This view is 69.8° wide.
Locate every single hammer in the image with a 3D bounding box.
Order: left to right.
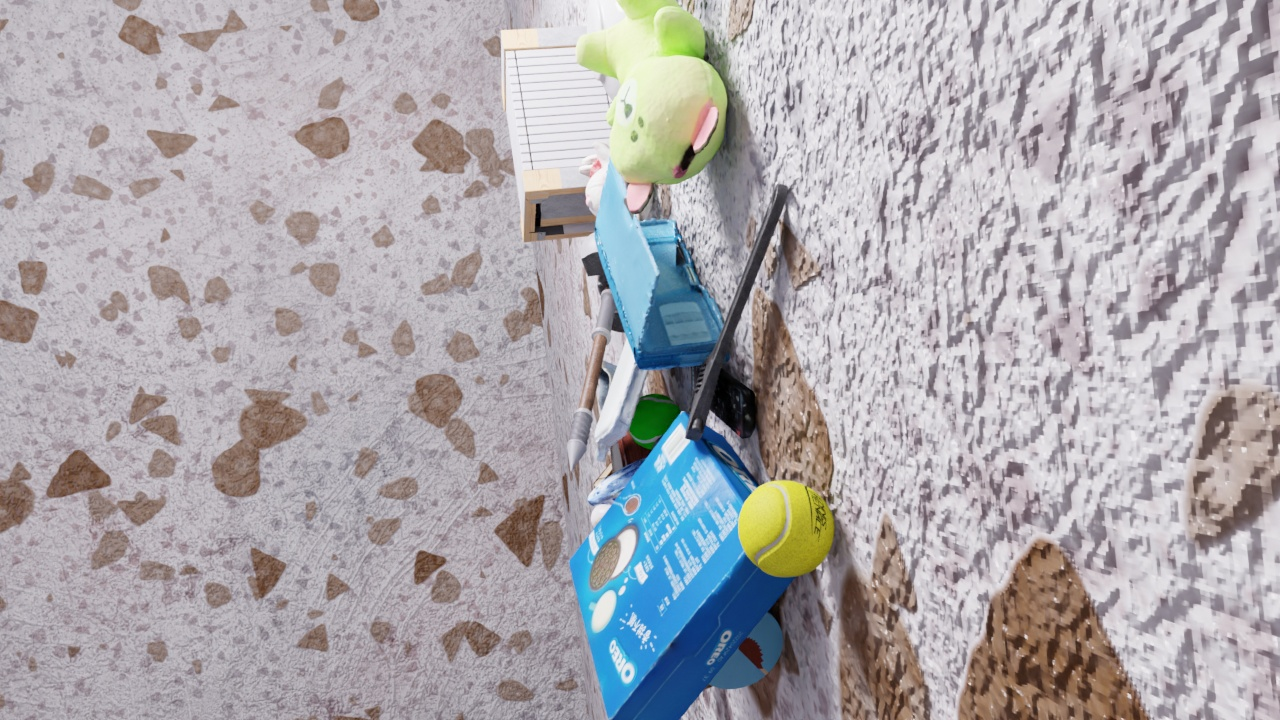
[{"bbox_3d":[-0.052,-0.001,1.080,0.156,0.043,0.321,70,-158,-43],"label":"hammer"}]

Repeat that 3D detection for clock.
[{"bbox_3d":[-0.013,0.155,1.020,0.052,0.089,0.125,59,-169,-8],"label":"clock"},{"bbox_3d":[0.007,0.145,1.149,0.121,0.072,0.157,105,156,-65],"label":"clock"}]

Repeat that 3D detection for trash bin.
[{"bbox_3d":[-0.106,-0.311,1.268,0.143,0.142,0.246,112,150,-69],"label":"trash bin"}]

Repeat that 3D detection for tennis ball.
[{"bbox_3d":[0.017,0.071,1.067,0.065,0.065,0.065,172,91,-80],"label":"tennis ball"},{"bbox_3d":[0.100,0.116,0.636,0.065,0.065,0.065,172,91,-80],"label":"tennis ball"}]

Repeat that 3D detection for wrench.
[{"bbox_3d":[0.072,-0.028,0.736,0.274,0.018,0.073,106,178,-47],"label":"wrench"}]

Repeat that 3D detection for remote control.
[{"bbox_3d":[0.076,0.028,0.845,0.150,0.022,0.047,-135,40,-71],"label":"remote control"}]

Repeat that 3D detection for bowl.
[{"bbox_3d":[-0.027,0.054,1.324,0.110,0.055,0.110,173,91,-80],"label":"bowl"},{"bbox_3d":[-0.020,-0.348,0.986,0.177,0.066,0.176,172,91,-80],"label":"bowl"}]

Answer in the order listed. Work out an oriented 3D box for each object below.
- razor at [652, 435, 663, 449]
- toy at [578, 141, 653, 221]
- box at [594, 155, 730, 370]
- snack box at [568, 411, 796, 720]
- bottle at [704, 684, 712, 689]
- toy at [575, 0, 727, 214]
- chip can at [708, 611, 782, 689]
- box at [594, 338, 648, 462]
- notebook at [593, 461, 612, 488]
[{"bbox_3d":[0.053,0.142,1.002,0.088,0.047,0.116,-157,53,-78],"label":"razor"},{"bbox_3d":[-0.028,-0.201,1.085,0.194,0.084,0.159,-112,15,-52],"label":"toy"},{"bbox_3d":[0.018,-0.103,0.883,0.231,0.094,0.112,-107,17,-50],"label":"box"},{"bbox_3d":[0.028,0.174,0.800,0.196,0.056,0.238,-54,22,9],"label":"snack box"},{"bbox_3d":[0.051,0.284,1.039,0.060,0.059,0.166,150,113,-79],"label":"bottle"},{"bbox_3d":[0.019,-0.229,0.791,0.151,0.107,0.196,-41,62,50],"label":"toy"},{"bbox_3d":[0.059,0.213,0.876,0.213,0.087,0.087,-127,32,-68],"label":"chip can"},{"bbox_3d":[-0.010,0.004,1.034,0.192,0.045,0.209,120,169,-73],"label":"box"},{"bbox_3d":[-0.009,0.265,1.220,0.178,0.014,0.249,-36,-70,-81],"label":"notebook"}]
